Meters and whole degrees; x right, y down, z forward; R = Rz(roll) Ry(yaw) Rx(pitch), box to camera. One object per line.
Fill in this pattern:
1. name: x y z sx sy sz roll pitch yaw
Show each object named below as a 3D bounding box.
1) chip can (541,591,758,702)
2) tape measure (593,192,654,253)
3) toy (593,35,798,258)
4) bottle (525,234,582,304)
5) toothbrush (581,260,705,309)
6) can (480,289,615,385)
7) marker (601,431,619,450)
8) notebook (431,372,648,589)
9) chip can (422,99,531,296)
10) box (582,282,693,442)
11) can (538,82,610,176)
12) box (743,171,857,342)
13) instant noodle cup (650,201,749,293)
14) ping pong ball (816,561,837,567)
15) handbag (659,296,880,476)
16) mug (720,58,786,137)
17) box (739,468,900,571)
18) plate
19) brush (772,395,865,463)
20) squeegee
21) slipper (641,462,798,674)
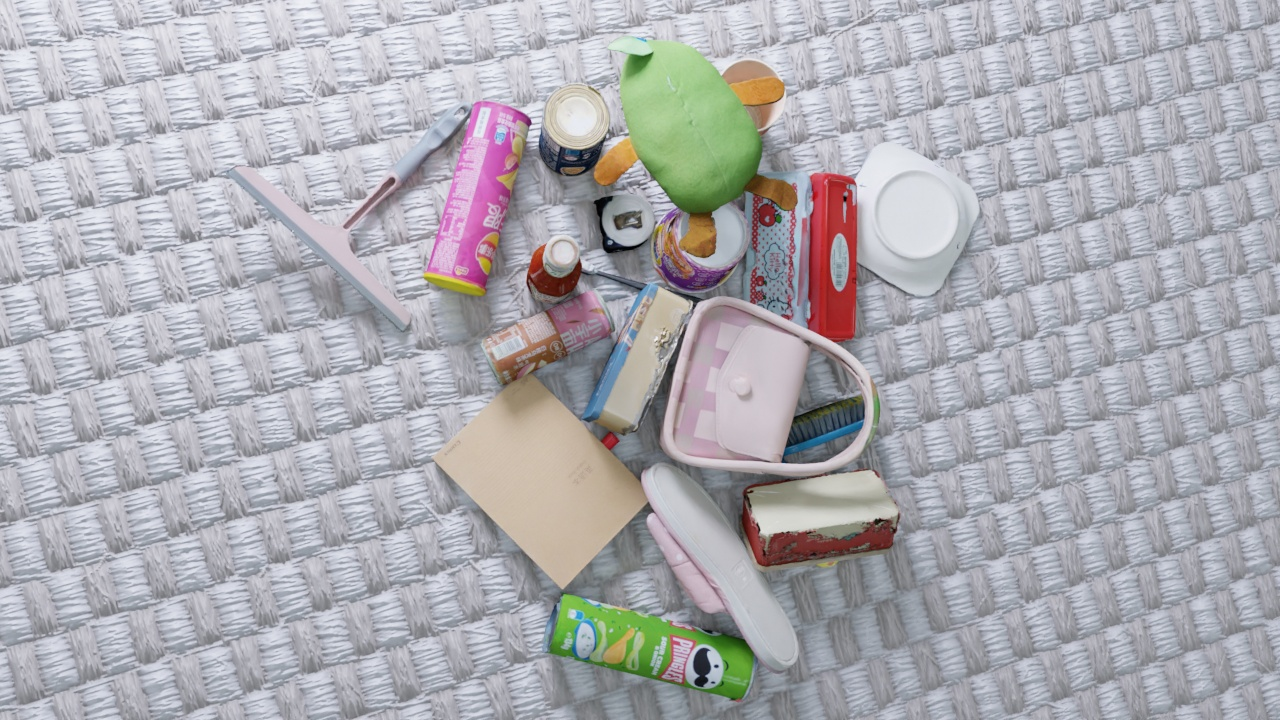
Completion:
1. chip can: 0.011 0.324 1.037 0.236 0.072 0.072 16 85 -6
2. tape measure: -0.017 -0.163 1.079 0.066 0.033 0.065 -13 90 -8
3. toy: 0.057 -0.238 0.977 0.227 0.090 0.246 -28 88 -6
4. bottle: -0.090 -0.099 0.978 0.059 0.206 0.059 0 87 -9
5. toothbrush: 0.008 -0.087 1.088 0.181 0.018 0.015 17 77 -8
6. can: -0.106 -0.027 1.047 0.147 0.058 0.058 -25 91 -9
7. marker: -0.081 0.138 1.062 0.145 0.017 0.017 -44 93 -8
8. notebook: -0.111 0.132 1.047 0.211 0.012 0.149 45 81 4
9. chip can: -0.182 -0.183 1.038 0.071 0.071 0.210 16 84 -7
10. box: -0.006 0.006 1.041 0.060 0.090 0.184 27 77 -7
11. can: -0.076 -0.259 1.037 0.075 0.111 0.075 0 87 -8
12. box: 0.189 -0.122 1.098 0.118 0.098 0.201 -2 94 -43
13. instant noodle cup: 0.074 -0.137 1.058 0.111 0.099 0.111 0 88 -9
14. ping pong ball: 0.218 0.225 1.087 0.040 0.040 0.040 0 87 -8
15. handbag: 0.149 0.043 1.030 0.234 0.093 0.193 14 87 12
16. mug: 0.108 -0.277 1.066 0.081 0.106 0.114 25 84 -6
17. box: 0.205 0.177 1.051 0.168 0.091 0.076 -7 128 -8
18. plate: 0.332 -0.177 1.129 0.163 0.034 0.164 28 84 -6
19. brush: 0.218 0.092 1.087 0.143 0.055 0.073 -20 89 -9
20. squeegee: -0.280 -0.205 1.043 0.247 0.040 0.249 45 76 -19
21. slipper: 0.082 0.236 1.038 0.055 0.114 0.274 -37 88 26
